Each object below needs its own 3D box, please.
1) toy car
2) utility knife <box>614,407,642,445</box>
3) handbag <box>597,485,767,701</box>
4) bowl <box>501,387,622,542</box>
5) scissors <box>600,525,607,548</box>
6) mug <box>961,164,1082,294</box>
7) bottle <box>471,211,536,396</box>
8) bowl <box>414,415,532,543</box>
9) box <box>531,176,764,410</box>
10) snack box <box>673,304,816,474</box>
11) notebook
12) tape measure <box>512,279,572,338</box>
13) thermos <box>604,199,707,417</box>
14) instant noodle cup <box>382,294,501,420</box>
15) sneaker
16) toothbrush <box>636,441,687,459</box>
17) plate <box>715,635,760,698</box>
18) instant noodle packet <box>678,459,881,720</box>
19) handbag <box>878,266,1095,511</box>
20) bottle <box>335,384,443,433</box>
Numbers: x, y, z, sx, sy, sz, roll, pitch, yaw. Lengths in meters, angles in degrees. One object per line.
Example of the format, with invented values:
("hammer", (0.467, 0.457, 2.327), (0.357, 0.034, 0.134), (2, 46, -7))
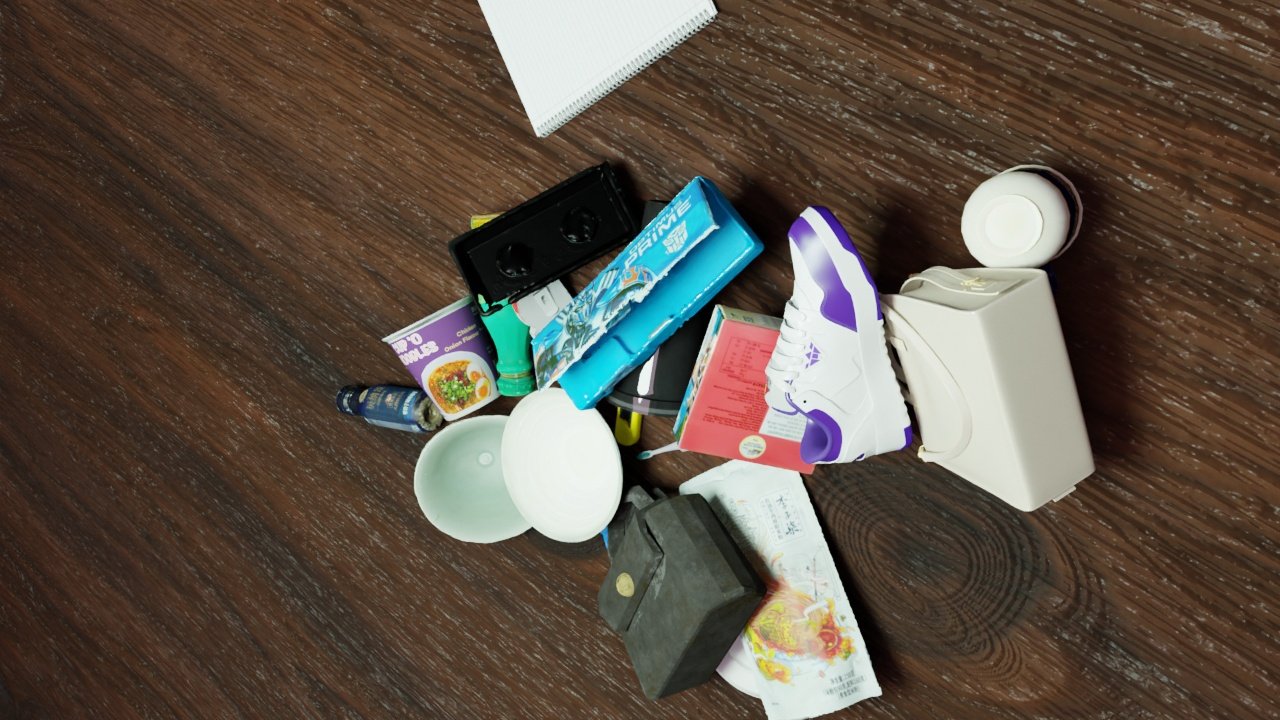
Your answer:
("toy car", (-0.097, -0.122, 0.979), (0.192, 0.071, 0.094), (-28, 81, 2))
("utility knife", (-0.006, 0.006, 1.017), (0.029, 0.020, 0.188), (15, 109, 26))
("handbag", (0.018, 0.227, 0.987), (0.199, 0.102, 0.198), (57, 141, 37))
("bowl", (-0.077, 0.116, 1.056), (0.177, 0.057, 0.177), (5, 99, 35))
("scissors", (-0.047, 0.196, 1.096), (0.071, 0.022, 0.130), (-8, 101, 31))
("mug", (0.313, -0.102, 0.749), (0.086, 0.089, 0.112), (-23, 90, 34))
("bottle", (-0.151, -0.065, 1.057), (0.068, 0.067, 0.210), (4, 105, 31))
("bowl", (-0.188, 0.133, 1.128), (0.174, 0.068, 0.174), (-4, 110, -12))
("box", (-0.011, -0.060, 0.855), (0.244, 0.085, 0.091), (-43, 72, 23))
("snack box", (0.121, 0.031, 0.887), (0.142, 0.040, 0.145), (12, 114, -13))
("notebook", (-0.054, -0.368, 0.951), (0.246, 0.013, 0.178), (-25, 88, 34))
("tape measure", (-0.109, -0.064, 1.026), (0.062, 0.060, 0.020), (58, 164, -23))
("thermos", (0.027, -0.050, 0.937), (0.106, 0.105, 0.219), (15, 105, 28))
("instant noodle cup", (-0.225, 0.002, 1.092), (0.122, 0.136, 0.122), (-26, 99, 7))
("sneaker", (0.153, -0.011, 0.804), (0.111, 0.091, 0.244), (-22, 112, 1))
("toothbrush", (0.072, 0.082, 0.987), (0.188, 0.019, 0.018), (-20, 85, 34))
("plate", (0.129, 0.306, 1.015), (0.157, 0.014, 0.157), (8, 106, 29))
("instant noodle packet", (0.138, 0.232, 0.956), (0.147, 0.057, 0.269), (-29, 75, 29))
("handbag", (0.267, 0.013, 0.785), (0.198, 0.101, 0.195), (21, 135, 66))
("bottle", (-0.332, 0.060, 1.208), (0.161, 0.056, 0.056), (6, 106, 31))
